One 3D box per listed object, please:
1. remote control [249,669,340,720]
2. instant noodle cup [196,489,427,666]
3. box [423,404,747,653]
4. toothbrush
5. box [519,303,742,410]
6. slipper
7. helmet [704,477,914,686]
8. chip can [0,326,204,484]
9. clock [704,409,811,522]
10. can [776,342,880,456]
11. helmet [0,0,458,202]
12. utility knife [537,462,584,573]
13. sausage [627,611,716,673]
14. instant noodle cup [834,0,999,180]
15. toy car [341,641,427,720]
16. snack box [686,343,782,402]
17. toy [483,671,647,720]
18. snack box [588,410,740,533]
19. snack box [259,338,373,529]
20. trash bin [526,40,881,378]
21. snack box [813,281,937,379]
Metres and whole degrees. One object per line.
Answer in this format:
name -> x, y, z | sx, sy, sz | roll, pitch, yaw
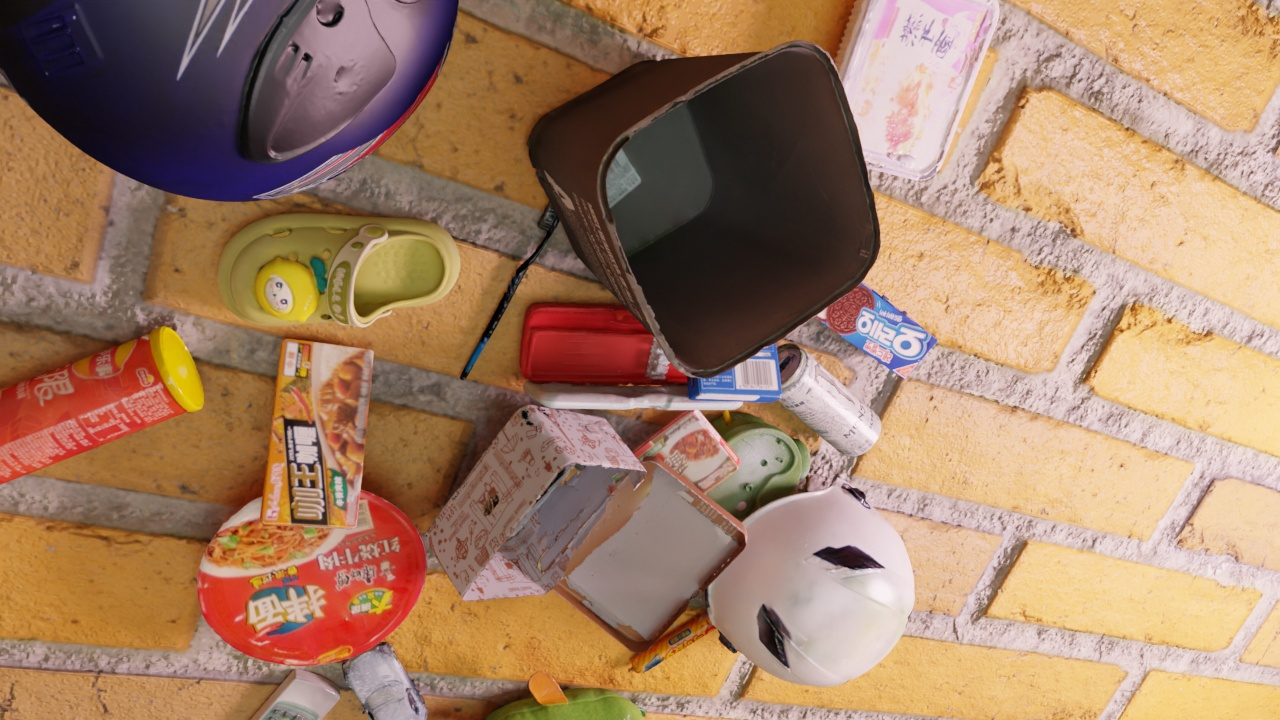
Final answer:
remote control -> -0.364, 0.370, 0.923 | 0.135, 0.019, 0.056 | -48, 121, 5
instant noodle cup -> -0.296, 0.181, 0.836 | 0.193, 0.066, 0.194 | -8, 117, -17
box -> -0.050, 0.160, 0.872 | 0.272, 0.130, 0.179 | 30, 109, -29
toothbrush -> -0.118, -0.062, 0.821 | 0.016, 0.014, 0.190 | 25, 103, -28
box -> -0.004, 0.007, 0.846 | 0.201, 0.101, 0.095 | 1, 114, -22
slipper -> -0.236, -0.070, 0.734 | 0.190, 0.081, 0.092 | -8, 113, -21
helmet -> 0.198, 0.258, 0.984 | 0.229, 0.146, 0.258 | -48, 140, 2
chip can -> -0.456, 0.046, 0.707 | 0.216, 0.073, 0.073 | -24, 120, -10
clock -> 0.118, 0.119, 0.971 | 0.161, 0.056, 0.116 | 33, 99, -30
can -> 0.189, 0.043, 0.962 | 0.146, 0.058, 0.058 | 38, 96, -31
helmet -> -0.229, -0.244, 0.565 | 0.315, 0.247, 0.240 | -46, 148, 0
utility knife -> -0.083, 0.155, 0.931 | 0.031, 0.020, 0.196 | 14, 112, -19
sausage -> 0.057, 0.315, 1.059 | 0.165, 0.021, 0.021 | -30, 121, -5
instant noodle cup -> 0.231, -0.263, 0.836 | 0.138, 0.060, 0.174 | 8, 109, -24
toy car -> -0.261, 0.342, 0.941 | 0.054, 0.037, 0.121 | -23, 117, -9
snack box -> 0.081, -0.039, 0.849 | 0.084, 0.026, 0.157 | 2, 73, -22
toy -> -0.106, 0.424, 1.008 | 0.246, 0.090, 0.227 | -12, 124, -12
snack box -> 0.017, 0.118, 0.911 | 0.153, 0.025, 0.075 | -38, 94, 17
snack box -> -0.270, 0.062, 0.769 | 0.075, 0.026, 0.153 | 8, 78, -24
trash bin -> 0.031, -0.133, 0.718 | 0.198, 0.220, 0.199 | -32, 121, -13
snack box -> 0.211, -0.055, 0.926 | 0.207, 0.057, 0.058 | 30, 103, -30
